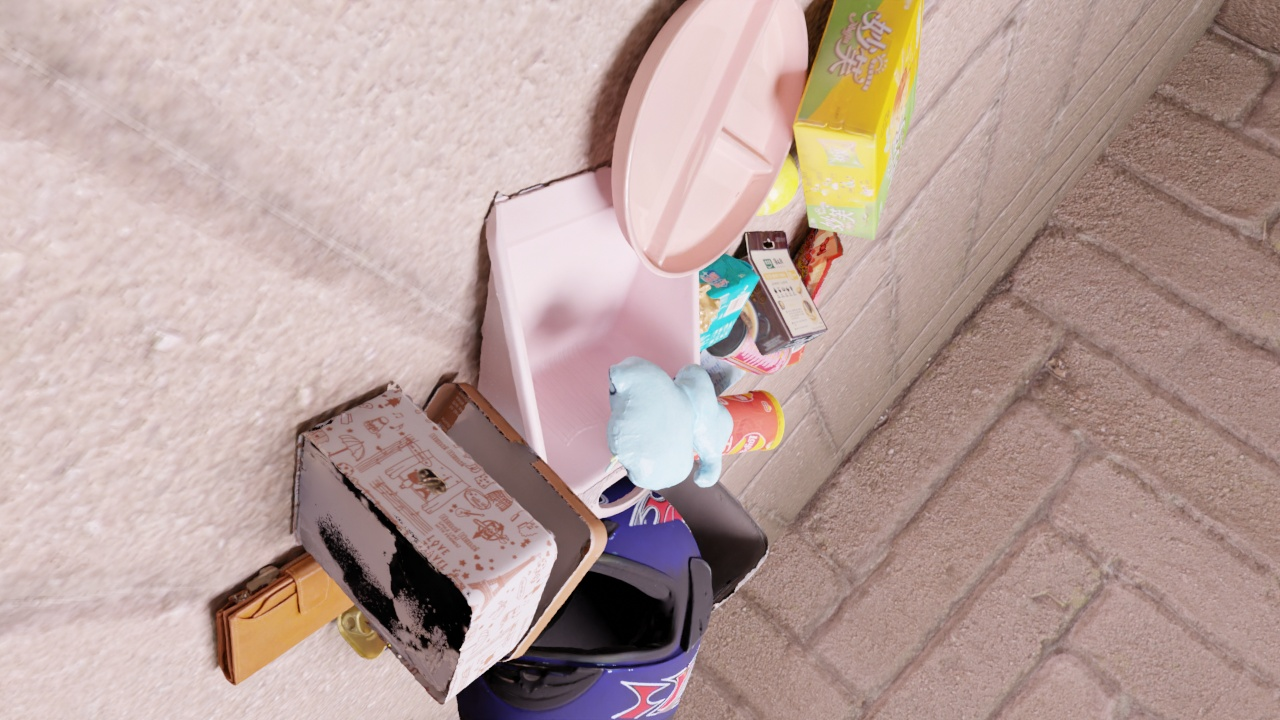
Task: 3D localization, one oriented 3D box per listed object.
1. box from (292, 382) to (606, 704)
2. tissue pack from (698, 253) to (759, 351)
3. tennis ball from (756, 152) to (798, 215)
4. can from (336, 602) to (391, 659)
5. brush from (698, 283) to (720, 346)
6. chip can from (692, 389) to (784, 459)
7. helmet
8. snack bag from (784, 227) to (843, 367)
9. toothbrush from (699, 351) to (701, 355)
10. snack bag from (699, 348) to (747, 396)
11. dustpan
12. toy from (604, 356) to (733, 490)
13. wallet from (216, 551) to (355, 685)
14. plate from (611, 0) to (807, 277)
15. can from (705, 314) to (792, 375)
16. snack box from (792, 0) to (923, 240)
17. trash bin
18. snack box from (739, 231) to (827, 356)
[{"bbox_3d":[-0.130,0.118,0.651,0.147,0.181,0.147,-31,153,-42],"label":"box"},{"bbox_3d":[0.056,-0.050,0.931,0.133,0.050,0.093,-29,152,-44],"label":"tissue pack"},{"bbox_3d":[0.109,-0.163,0.823,0.065,0.065,0.066,-42,158,-21],"label":"tennis ball"},{"bbox_3d":[-0.209,0.209,0.826,0.102,0.057,0.083,-55,161,14],"label":"can"},{"bbox_3d":[-0.005,0.005,0.889,0.045,0.083,0.255,-42,169,-49],"label":"brush"},{"bbox_3d":[0.056,0.076,1.020,0.216,0.073,0.073,-4,136,-32],"label":"chip can"},{"bbox_3d":[-0.058,0.227,0.899,0.315,0.247,0.240,32,59,-76],"label":"helmet"},{"bbox_3d":[0.201,-0.088,1.128,0.128,0.073,0.208,-73,-178,-49],"label":"snack bag"},{"bbox_3d":[0.057,0.002,1.036,0.016,0.014,0.189,9,110,-33],"label":"toothbrush"},{"bbox_3d":[0.070,0.033,1.107,0.190,0.039,0.110,-44,145,-18],"label":"snack bag"},{"bbox_3d":[-0.013,-0.013,0.726,0.221,0.139,0.274,-31,153,-40],"label":"dustpan"},{"bbox_3d":[0.022,0.053,0.742,0.155,0.050,0.161,-54,128,-45],"label":"toy"},{"bbox_3d":[-0.262,0.184,0.712,0.131,0.031,0.108,-32,155,-42],"label":"wallet"},{"bbox_3d":[0.054,-0.172,0.687,0.228,0.028,0.230,-40,146,-34],"label":"plate"},{"bbox_3d":[0.125,-0.022,1.058,0.093,0.066,0.067,21,109,-44],"label":"can"},{"bbox_3d":[0.199,-0.223,0.826,0.210,0.070,0.157,48,60,-69],"label":"snack box"},{"bbox_3d":[0.016,0.273,1.218,0.198,0.198,0.220,-30,160,-44],"label":"trash bin"},{"bbox_3d":[0.148,-0.076,1.018,0.053,0.125,0.113,-32,170,31],"label":"snack box"}]
